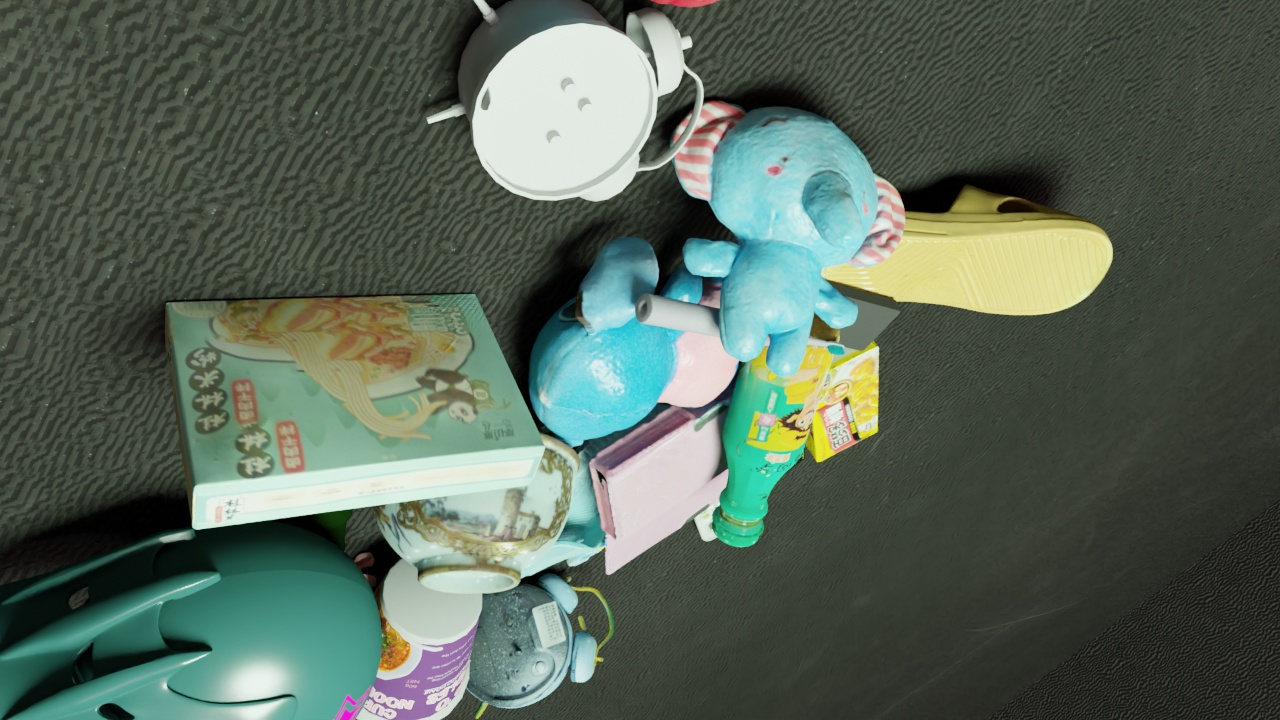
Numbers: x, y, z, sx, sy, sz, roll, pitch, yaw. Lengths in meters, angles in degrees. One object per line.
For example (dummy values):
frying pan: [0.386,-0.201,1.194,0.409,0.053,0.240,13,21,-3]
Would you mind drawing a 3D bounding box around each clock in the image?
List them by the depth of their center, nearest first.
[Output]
clock: [-0.031,-0.146,0.522,0.159,0.061,0.120,4,131,-34]
clock: [-0.105,0.276,0.905,0.162,0.118,0.060,-20,153,-3]

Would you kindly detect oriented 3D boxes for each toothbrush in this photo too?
toothbrush: [0.076,-0.021,0.629,0.187,0.019,0.018,9,146,-36]

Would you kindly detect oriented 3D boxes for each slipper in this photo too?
slipper: [0.265,-0.099,0.766,0.263,0.078,0.100,0,142,-10]
slipper: [-0.063,0.137,0.817,0.276,0.069,0.116,-40,145,11]

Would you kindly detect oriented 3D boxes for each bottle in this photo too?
bottle: [-0.235,0.109,0.697,0.033,0.033,0.123,-11,139,-24]
bottle: [0.102,0.059,0.751,0.068,0.068,0.210,-5,122,-30]

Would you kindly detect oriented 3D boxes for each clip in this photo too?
clip: [-0.246,0.191,0.780,0.059,0.045,0.023,-48,138,-1]

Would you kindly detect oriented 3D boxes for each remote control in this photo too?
remote control: [0.141,-0.042,0.753,0.133,0.013,0.058,13,140,-20]
remote control: [0.073,0.144,0.950,0.050,0.022,0.133,-27,143,-6]

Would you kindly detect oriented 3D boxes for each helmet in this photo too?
helmet: [-0.319,0.207,0.632,0.274,0.176,0.201,-11,140,-24]

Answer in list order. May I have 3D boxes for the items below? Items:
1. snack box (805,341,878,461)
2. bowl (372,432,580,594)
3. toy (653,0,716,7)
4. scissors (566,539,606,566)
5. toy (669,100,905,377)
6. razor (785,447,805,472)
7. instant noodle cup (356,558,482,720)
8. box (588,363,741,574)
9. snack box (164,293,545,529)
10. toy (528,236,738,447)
snack box: [0.199,0.039,0.914,0.075,0.025,0.152,-26,142,-6]
bowl: [-0.125,0.119,0.682,0.160,0.093,0.160,-1,153,-1]
toy: [0.010,-0.232,0.462,0.132,0.062,0.092,12,111,-20]
scissors: [-0.024,0.173,0.909,0.125,0.013,0.127,-6,150,-51]
toy: [0.099,-0.083,0.597,0.183,0.180,0.115,20,161,-23]
razor: [0.131,0.146,0.991,0.043,0.021,0.144,-24,150,-50]
instant noodle cup: [-0.196,0.231,0.777,0.136,0.122,0.122,-11,143,-38]
box: [0.062,0.093,0.826,0.232,0.040,0.179,-32,142,-23]
snack box: [-0.172,0.022,0.552,0.193,0.141,0.044,-3,135,-31]
toy: [-0.004,0.004,0.691,0.191,0.099,0.225,-12,143,-37]
